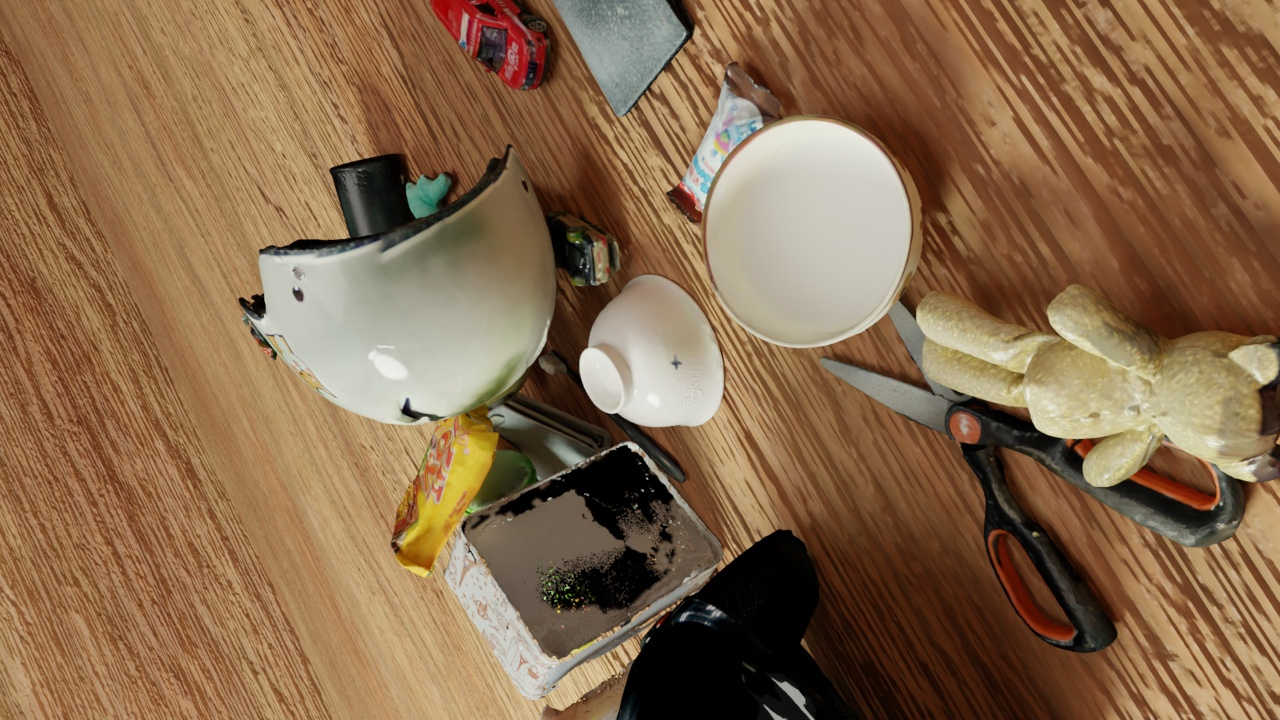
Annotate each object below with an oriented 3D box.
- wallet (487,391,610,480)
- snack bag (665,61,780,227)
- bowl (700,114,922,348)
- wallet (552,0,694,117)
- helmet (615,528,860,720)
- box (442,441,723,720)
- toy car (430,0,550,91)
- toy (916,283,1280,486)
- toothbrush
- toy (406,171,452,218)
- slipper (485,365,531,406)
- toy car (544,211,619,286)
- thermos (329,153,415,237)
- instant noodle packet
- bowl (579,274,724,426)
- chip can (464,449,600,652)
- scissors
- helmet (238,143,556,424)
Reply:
[{"bbox_3d":[-0.101,0.072,0.813,0.106,0.036,0.130,26,152,-19],"label":"wallet"},{"bbox_3d":[0.049,-0.122,0.542,0.045,0.026,0.106,54,142,23],"label":"snack bag"},{"bbox_3d":[0.094,-0.065,0.470,0.114,0.062,0.113,6,101,37],"label":"bowl"},{"bbox_3d":[-0.019,-0.229,0.579,0.121,0.019,0.097,62,148,3],"label":"wallet"},{"bbox_3d":[0.089,0.247,0.535,0.233,0.230,0.274,37,176,36],"label":"helmet"},{"bbox_3d":[-0.019,0.211,0.706,0.131,0.178,0.272,-26,88,54],"label":"box"},{"bbox_3d":[-0.111,-0.245,0.671,0.120,0.045,0.053,48,144,22],"label":"toy car"},{"bbox_3d":[0.189,0.003,0.393,0.157,0.066,0.105,19,138,46],"label":"toy"},{"bbox_3d":[-0.025,0.045,0.757,0.181,0.018,0.016,39,134,32],"label":"toothbrush"},{"bbox_3d":[-0.192,-0.135,0.862,0.097,0.030,0.092,-28,89,50],"label":"toy"},{"bbox_3d":[-0.167,-0.044,0.848,0.190,0.081,0.092,47,108,8],"label":"slipper"},{"bbox_3d":[-0.046,-0.085,0.686,0.090,0.035,0.042,38,137,56],"label":"toy car"},{"bbox_3d":[-0.255,-0.085,0.946,0.090,0.068,0.243,27,131,58],"label":"thermos"},{"bbox_3d":[-0.153,0.092,0.719,0.128,0.044,0.111,-60,22,8],"label":"instant noodle packet"},{"bbox_3d":[-0.004,0.004,0.658,0.118,0.064,0.118,33,135,40],"label":"bowl"},{"bbox_3d":[-0.095,0.175,0.827,0.073,0.072,0.221,26,147,44],"label":"chip can"},{"bbox_3d":[0.183,0.053,0.469,0.221,0.021,0.225,5,113,52],"label":"scissors"},{"bbox_3d":[-0.161,-0.035,0.689,0.157,0.229,0.275,64,155,-6],"label":"helmet"}]
